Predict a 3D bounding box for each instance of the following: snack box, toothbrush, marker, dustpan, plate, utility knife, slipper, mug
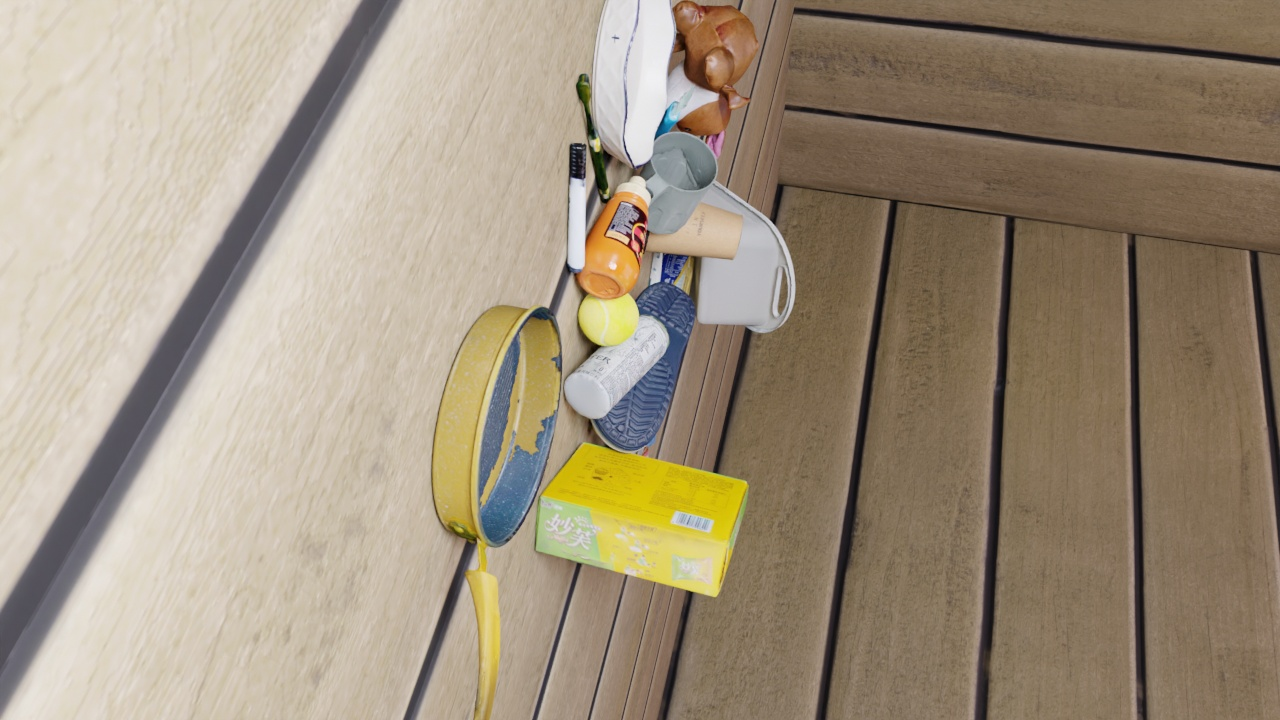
[{"bbox_3d":[0.005,0.172,1.030,0.157,0.210,0.070,-51,151,-67],"label":"snack box"},{"bbox_3d":[-0.045,-0.219,0.927,0.186,0.012,0.017,79,13,-63],"label":"toothbrush"},{"bbox_3d":[-0.061,-0.148,0.893,0.022,0.018,0.131,-81,175,-59],"label":"marker"},{"bbox_3d":[0.030,-0.182,1.363,0.018,0.016,0.192,-82,179,-76],"label":"toothbrush"},{"bbox_3d":[0.154,-0.165,1.486,0.257,0.142,0.223,-97,-172,-53],"label":"dustpan"},{"bbox_3d":[-0.006,-0.307,0.959,0.204,0.045,0.205,12,89,-79],"label":"plate"},{"bbox_3d":[0.034,-0.282,1.068,0.223,0.018,0.034,180,-71,-80],"label":"utility knife"},{"bbox_3d":[-0.007,0.007,1.148,0.095,0.105,0.252,-56,-170,54],"label":"slipper"},{"bbox_3d":[0.024,-0.199,1.097,0.123,0.083,0.104,-43,175,-28],"label":"mug"}]

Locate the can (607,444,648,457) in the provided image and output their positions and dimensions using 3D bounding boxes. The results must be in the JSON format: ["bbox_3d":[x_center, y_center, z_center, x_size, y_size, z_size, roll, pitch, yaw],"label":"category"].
[{"bbox_3d":[-0.017,0.153,1.317,0.147,0.058,0.057,89,16,-47],"label":"can"}]

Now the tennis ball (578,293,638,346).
[{"bbox_3d":[-0.034,-0.048,1.000,0.065,0.065,0.065,11,89,-80],"label":"tennis ball"}]

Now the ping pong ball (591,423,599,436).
[{"bbox_3d":[-0.041,0.079,1.159,0.040,0.040,0.040,11,89,-80],"label":"ping pong ball"}]

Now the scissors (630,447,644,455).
[{"bbox_3d":[-0.016,0.173,1.220,0.233,0.022,0.220,75,33,-50],"label":"scissors"}]

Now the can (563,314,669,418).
[{"bbox_3d":[-0.025,0.005,1.034,0.146,0.058,0.058,-46,147,-46],"label":"can"}]

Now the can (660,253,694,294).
[{"bbox_3d":[0.047,-0.102,1.436,0.074,0.049,0.148,61,40,-74],"label":"can"}]

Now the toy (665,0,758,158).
[{"bbox_3d":[0.076,-0.353,1.169,0.200,0.130,0.140,103,-37,-72],"label":"toy"}]

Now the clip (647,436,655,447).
[{"bbox_3d":[0.011,0.083,1.193,0.025,0.036,0.058,-23,118,-58],"label":"clip"}]

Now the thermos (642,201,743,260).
[{"bbox_3d":[0.058,-0.175,1.203,0.093,0.143,0.093,-172,-86,-87],"label":"thermos"}]

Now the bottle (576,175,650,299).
[{"bbox_3d":[-0.021,-0.138,0.976,0.067,0.067,0.149,83,21,-58],"label":"bottle"}]

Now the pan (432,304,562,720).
[{"bbox_3d":[-0.112,0.125,0.714,0.198,0.078,0.356,76,26,-65],"label":"pan"}]

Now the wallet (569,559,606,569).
[{"bbox_3d":[-0.055,0.210,1.228,0.106,0.037,0.129,44,57,-65],"label":"wallet"}]
